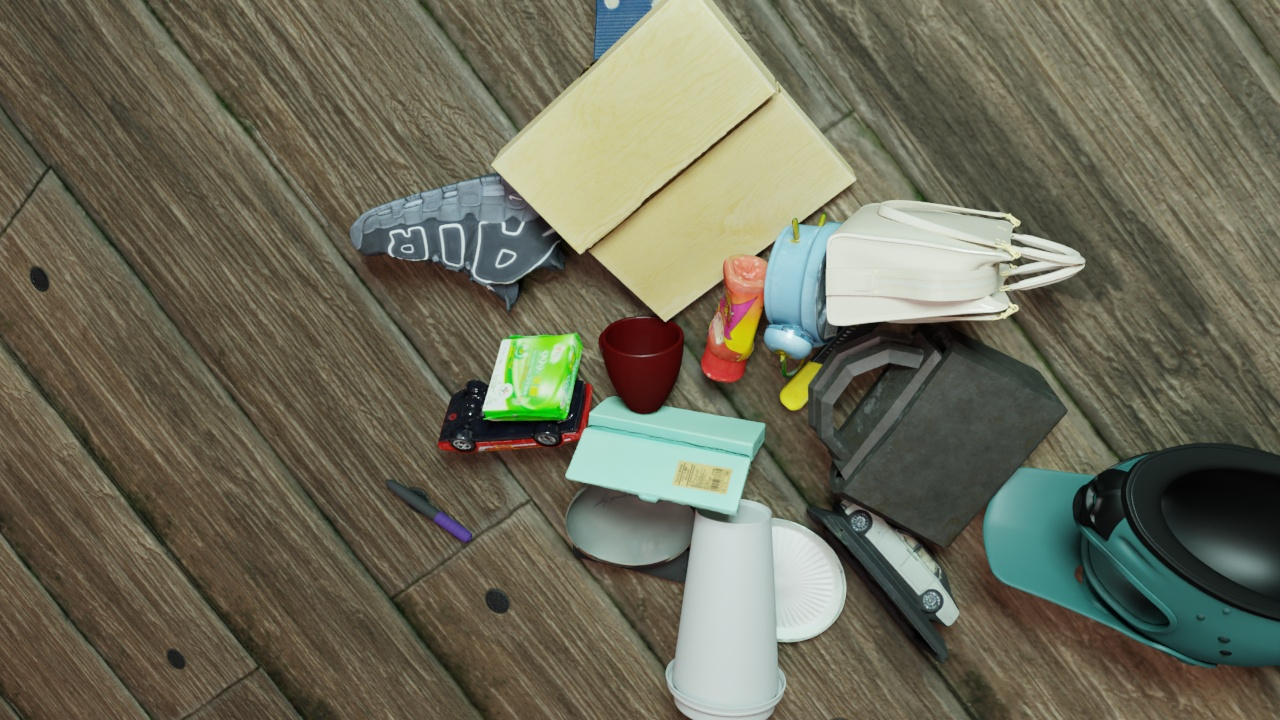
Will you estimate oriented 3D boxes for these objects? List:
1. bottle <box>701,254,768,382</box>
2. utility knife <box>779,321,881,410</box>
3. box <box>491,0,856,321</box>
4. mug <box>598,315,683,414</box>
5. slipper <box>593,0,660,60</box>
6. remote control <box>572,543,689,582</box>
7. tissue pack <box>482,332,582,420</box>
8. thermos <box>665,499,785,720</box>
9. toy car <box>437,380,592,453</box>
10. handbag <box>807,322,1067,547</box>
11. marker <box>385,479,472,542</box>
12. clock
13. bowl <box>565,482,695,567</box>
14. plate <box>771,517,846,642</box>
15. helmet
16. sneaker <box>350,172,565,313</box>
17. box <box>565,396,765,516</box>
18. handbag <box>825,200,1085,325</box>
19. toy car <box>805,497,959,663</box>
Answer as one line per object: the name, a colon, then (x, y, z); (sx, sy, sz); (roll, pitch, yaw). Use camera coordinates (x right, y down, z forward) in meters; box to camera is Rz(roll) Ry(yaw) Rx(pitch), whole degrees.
bottle: (0.097, -0.038, 0.934); (0.048, 0.071, 0.134); (4, 130, -8)
utility knife: (0.205, -0.013, 0.939); (0.029, 0.020, 0.173); (41, 116, 2)
box: (0.033, -0.186, 0.882); (0.248, 0.068, 0.253); (-36, 122, 26)
mug: (-0.006, 0.006, 0.995); (0.114, 0.086, 0.088); (28, 132, 39)
slipper: (0.011, -0.302, 0.891); (0.118, 0.060, 0.295); (7, 121, 18)
remote control: (-0.012, 0.230, 1.092); (0.140, 0.021, 0.045); (9, 110, 15)
tissue pack: (-0.120, 0.019, 1.022); (0.100, 0.113, 0.034); (-3, 146, 20)
thermos: (0.096, 0.269, 0.999); (0.132, 0.131, 0.222); (5, 101, 18)
toy car: (-0.145, 0.064, 1.056); (0.190, 0.081, 0.056); (-7, 144, 23)
handbag: (0.259, 0.055, 0.895); (0.199, 0.102, 0.198); (28, 114, -9)
marker: (-0.272, 0.192, 1.174); (0.134, 0.015, 0.018); (33, 142, 7)
clock: (0.163, -0.060, 0.887); (0.060, 0.117, 0.162); (13, 104, 27)
bowl: (-0.010, 0.166, 1.038); (0.151, 0.056, 0.151); (2, 129, 2)
plate: (0.154, 0.248, 1.042); (0.157, 0.014, 0.157); (6, 108, 18)
helmet: (0.467, 0.167, 0.807); (0.275, 0.201, 0.176); (16, 67, 1)
sneaker: (-0.187, -0.119, 1.005); (0.253, 0.097, 0.151); (-10, 105, 17)
box: (0.028, 0.093, 0.973); (0.187, 0.138, 0.052); (8, 122, 16)
handbag: (0.275, -0.085, 0.794); (0.198, 0.194, 0.101); (3, 108, 21)
toy car: (0.265, 0.214, 0.965); (0.071, 0.094, 0.191); (-41, 89, -5)
